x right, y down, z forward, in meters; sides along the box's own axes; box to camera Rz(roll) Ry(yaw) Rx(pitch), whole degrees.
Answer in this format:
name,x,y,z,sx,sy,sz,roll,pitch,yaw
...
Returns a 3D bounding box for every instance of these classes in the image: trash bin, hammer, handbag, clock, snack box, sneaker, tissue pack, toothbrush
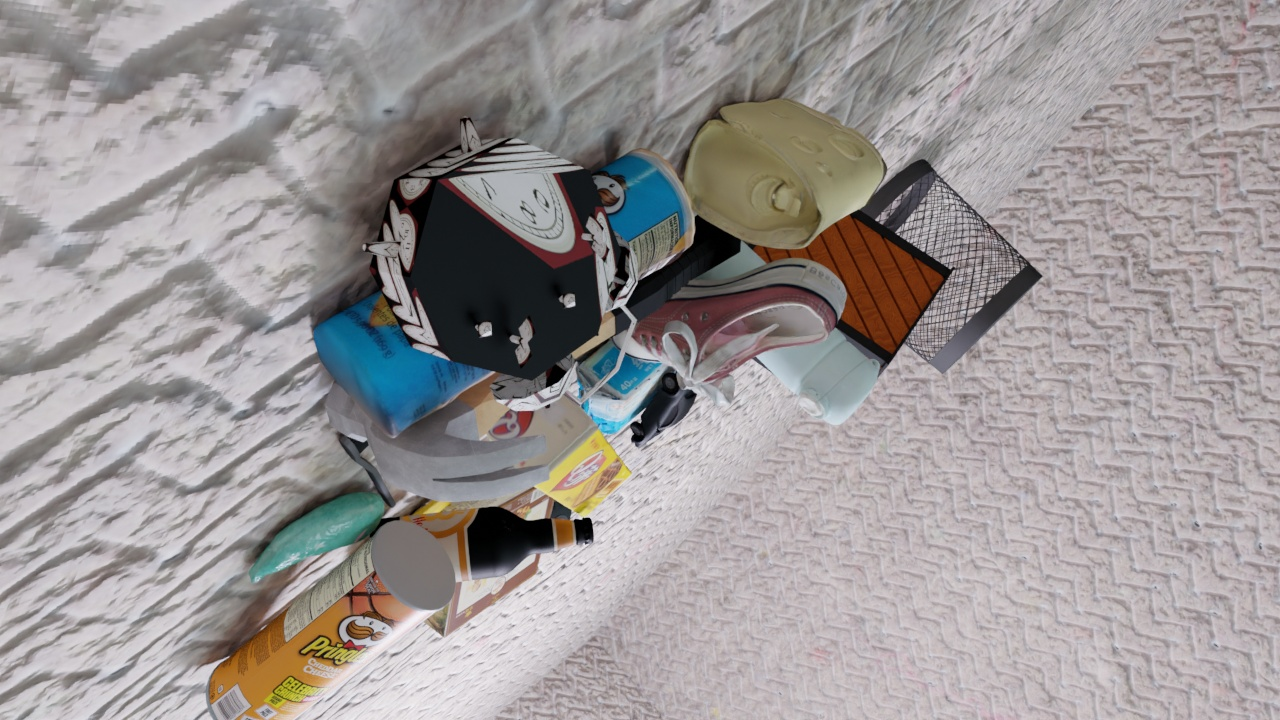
name,x,y,z,sx,sy,sz,roll,pitch,yaw
trash bin,0.411,-0.126,1.301,0.217,0.227,0.218,-41,165,-13
trash bin,0.189,-0.062,0.944,0.139,0.172,0.140,-49,169,-26
hammer,-0.038,-0.021,0.606,0.327,0.131,0.039,-38,140,-39
handbag,0.110,-0.139,0.680,0.119,0.111,0.081,-29,143,-49
clock,-0.052,-0.037,0.455,0.154,0.065,0.114,44,72,-36
snack box,-0.153,0.185,0.930,0.142,0.041,0.147,-26,138,-51
sneaker,0.052,-0.015,0.722,0.242,0.118,0.087,-9,-132,52
snack box,-0.073,0.057,0.732,0.061,0.110,0.230,-43,166,-6
tissue pack,-0.005,0.005,0.871,0.144,0.061,0.093,-42,166,-20
toothbrush,-0.195,0.082,0.667,0.013,0.013,0.168,-47,168,-22

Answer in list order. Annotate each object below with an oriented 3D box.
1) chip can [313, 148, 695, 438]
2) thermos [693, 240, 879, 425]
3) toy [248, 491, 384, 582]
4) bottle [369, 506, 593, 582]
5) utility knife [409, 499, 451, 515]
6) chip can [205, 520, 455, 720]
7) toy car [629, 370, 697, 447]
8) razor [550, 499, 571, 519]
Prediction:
name,x,y,z,sx,sy,sz,roll,pitch,yaw
chip can,-0.070,-0.043,0.533,0.228,0.080,0.080,-35,163,-29
thermos,0.116,-0.033,0.798,0.077,0.207,0.065,-35,163,-32
toy,-0.227,0.127,0.673,0.085,0.033,0.105,-37,169,18
bottle,-0.130,0.153,0.770,0.181,0.059,0.059,-5,156,-9
utility knife,-0.187,0.134,0.828,0.178,0.017,0.031,-36,169,-28
chip can,-0.242,0.212,0.710,0.215,0.075,0.075,-39,168,21
toy car,0.029,0.041,0.865,0.046,0.034,0.112,-29,158,-50
razor,-0.124,0.178,1.061,0.057,0.060,0.157,-20,174,-33
